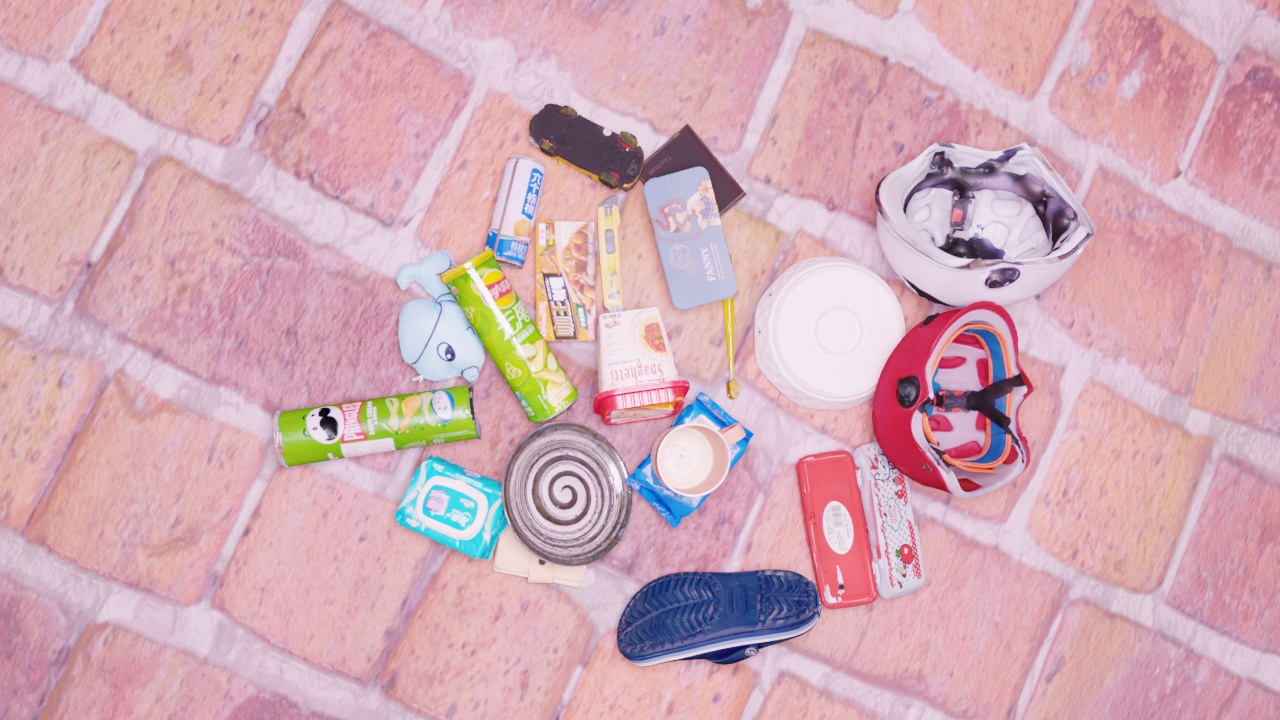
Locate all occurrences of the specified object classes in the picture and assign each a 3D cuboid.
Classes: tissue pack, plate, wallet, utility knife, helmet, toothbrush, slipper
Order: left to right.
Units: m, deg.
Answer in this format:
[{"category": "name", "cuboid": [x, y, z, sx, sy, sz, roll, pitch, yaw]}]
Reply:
[{"category": "tissue pack", "cuboid": [-0.222, 0.180, 1.121, 0.133, 0.050, 0.093, 21, 86, 5]}, {"category": "wallet", "cuboid": [-0.122, 0.237, 1.151, 0.115, 0.024, 0.087, 11, 87, -6]}, {"category": "plate", "cuboid": [-0.090, 0.165, 1.132, 0.179, 0.024, 0.179, 10, 70, -28]}, {"category": "utility knife", "cuboid": [-0.037, -0.130, 1.186, 0.031, 0.018, 0.167, -4, 92, 0]}, {"category": "tissue pack", "cuboid": [0.062, 0.125, 1.161, 0.095, 0.052, 0.157, 41, 84, -1]}, {"category": "wallet", "cuboid": [0.065, -0.232, 1.197, 0.096, 0.020, 0.122, -41, 90, -4]}, {"category": "slipper", "cuboid": [0.098, 0.322, 1.138, 0.253, 0.105, 0.095, -13, 130, 7]}, {"category": "toothbrush", "cuboid": [0.117, -0.044, 1.193, 0.015, 0.016, 0.190, -2, 87, -7]}, {"category": "plate", "cuboid": [0.251, -0.037, 1.193, 0.205, 0.045, 0.205, 0, 88, -6]}, {"category": "helmet", "cuboid": [0.373, 0.046, 1.141, 0.206, 0.144, 0.240, -5, 96, -34]}, {"category": "helmet", "cuboid": [0.414, -0.152, 1.154, 0.258, 0.146, 0.228, -12, 52, -7]}]

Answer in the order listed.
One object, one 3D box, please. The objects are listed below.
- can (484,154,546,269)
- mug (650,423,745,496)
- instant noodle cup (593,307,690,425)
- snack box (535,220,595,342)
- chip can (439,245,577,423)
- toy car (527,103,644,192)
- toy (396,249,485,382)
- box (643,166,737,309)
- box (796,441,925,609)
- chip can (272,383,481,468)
[{"category": "can", "cuboid": [-0.158, -0.186, 1.153, 0.053, 0.053, 0.134, 14, 86, -5]}, {"category": "mug", "cuboid": [0.069, 0.108, 1.082, 0.114, 0.106, 0.081, -30, 89, -7]}, {"category": "instant noodle cup", "cuboid": [-0.007, 0.007, 1.136, 0.116, 0.117, 0.124, -9, 76, -6]}, {"category": "snack box", "cuboid": [-0.095, -0.100, 1.169, 0.075, 0.026, 0.153, 0, 87, -6]}, {"category": "chip can", "cuboid": [-0.157, -0.027, 1.119, 0.072, 0.072, 0.221, -32, 101, -7]}, {"category": "toy car", "cuboid": [-0.068, -0.274, 1.173, 0.156, 0.041, 0.071, 26, 84, 0]}, {"category": "toy", "cuboid": [-0.249, -0.047, 1.139, 0.161, 0.050, 0.156, 37, 77, -4]}, {"category": "box", "cuboid": [0.065, -0.147, 1.159, 0.090, 0.062, 0.184, -16, 91, 8]}, {"category": "box", "cuboid": [0.288, 0.210, 1.182, 0.161, 0.059, 0.201, -10, 89, -10]}, {"category": "chip can", "cuboid": [-0.316, 0.079, 1.115, 0.236, 0.072, 0.072, -8, 88, -7]}]
